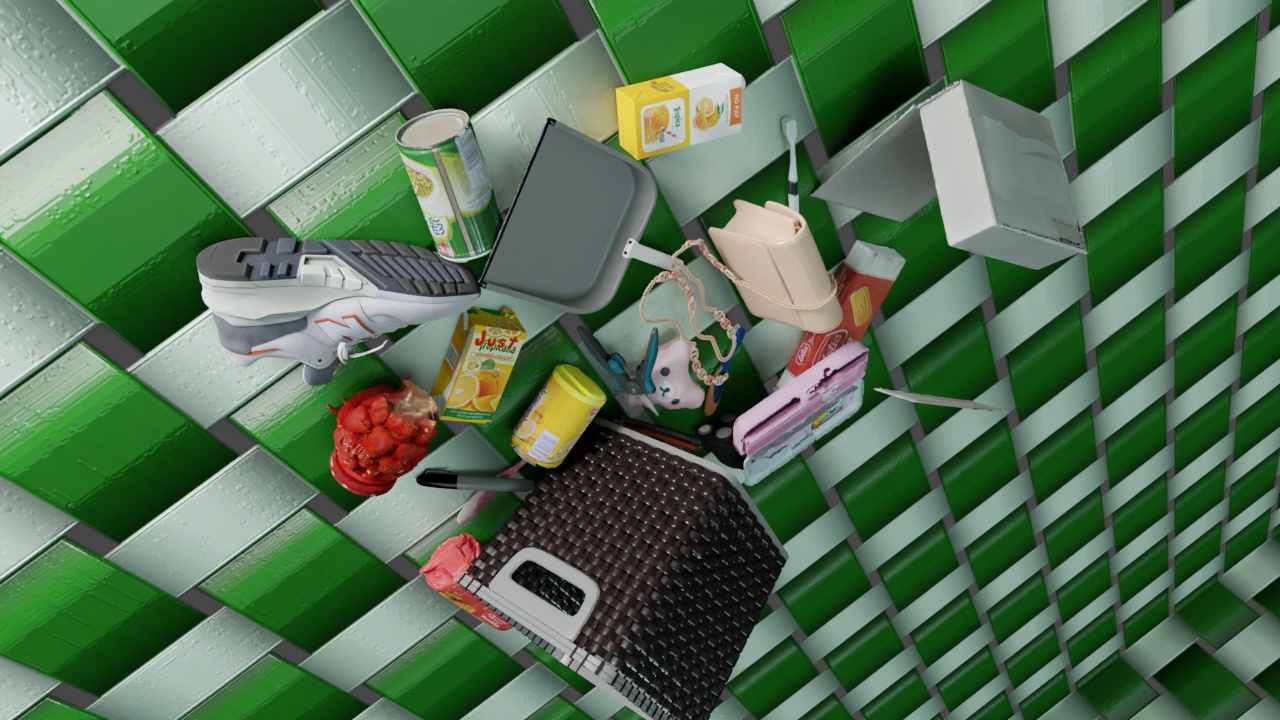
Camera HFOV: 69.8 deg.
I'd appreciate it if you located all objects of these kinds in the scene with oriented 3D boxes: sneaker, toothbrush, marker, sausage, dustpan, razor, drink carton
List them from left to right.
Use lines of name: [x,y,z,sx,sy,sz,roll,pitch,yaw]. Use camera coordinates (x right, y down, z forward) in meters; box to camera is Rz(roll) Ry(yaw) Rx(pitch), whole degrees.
sneaker: [-0.273,-0.039,0.836,0.239,0.088,0.124,4,125,-23]
marker: [-0.186,0.138,1.048,0.138,0.016,0.022,6,102,-23]
drink carton: [-0.168,0.003,0.952,0.058,0.041,0.123,8,118,-35]
toothbrush: [-0.168,0.144,1.077,0.135,0.016,0.021,-44,133,8]
dustpan: [-0.035,-0.122,0.919,0.257,0.033,0.163,10,107,-57]
sausage: [0.024,0.092,1.150,0.155,0.020,0.020,20,111,-39]
drink carton: [0.042,-0.244,0.893,0.122,0.040,0.059,-19,131,-18]
toothbrush: [0.103,0.013,1.143,0.021,0.017,0.135,1,125,-27]
razor: [0.134,0.121,1.218,0.156,0.057,0.060,46,62,-43]
toothbrush: [0.171,-0.188,1.033,0.012,0.017,0.187,-22,134,-11]

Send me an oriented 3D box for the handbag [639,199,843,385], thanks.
handbag: [0.126,-0.053,1.008,0.187,0.117,0.199,-49,136,-14]

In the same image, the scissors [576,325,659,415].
scissors: [-0.006,0.006,1.023,0.118,0.019,0.148,-21,121,38]

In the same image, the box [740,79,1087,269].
box: [0.296,-0.240,1.060,0.167,0.446,0.165,8,107,-35]

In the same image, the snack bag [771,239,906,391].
snack bag: [0.253,-0.045,1.172,0.077,0.041,0.226,7,117,-37]

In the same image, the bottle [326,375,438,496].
bottle: [-0.259,0.069,0.917,0.098,0.099,0.111,12,127,-37]

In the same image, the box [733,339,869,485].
box: [0.205,0.068,1.170,0.201,0.041,0.154,-33,151,-13]

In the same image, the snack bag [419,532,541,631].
snack bag: [-0.188,0.274,1.118,0.082,0.082,0.176,-39,134,0]

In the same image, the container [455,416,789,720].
container: [-0.006,0.245,1.053,0.243,0.248,0.246,-55,137,-19]

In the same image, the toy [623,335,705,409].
toy: [0.023,0.024,1.078,0.096,0.052,0.099,-18,121,-2]

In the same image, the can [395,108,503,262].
can: [-0.167,-0.154,0.817,0.067,0.067,0.121,-25,132,-13]

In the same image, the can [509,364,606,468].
can: [-0.092,0.062,1.024,0.067,0.067,0.105,23,109,-40]
